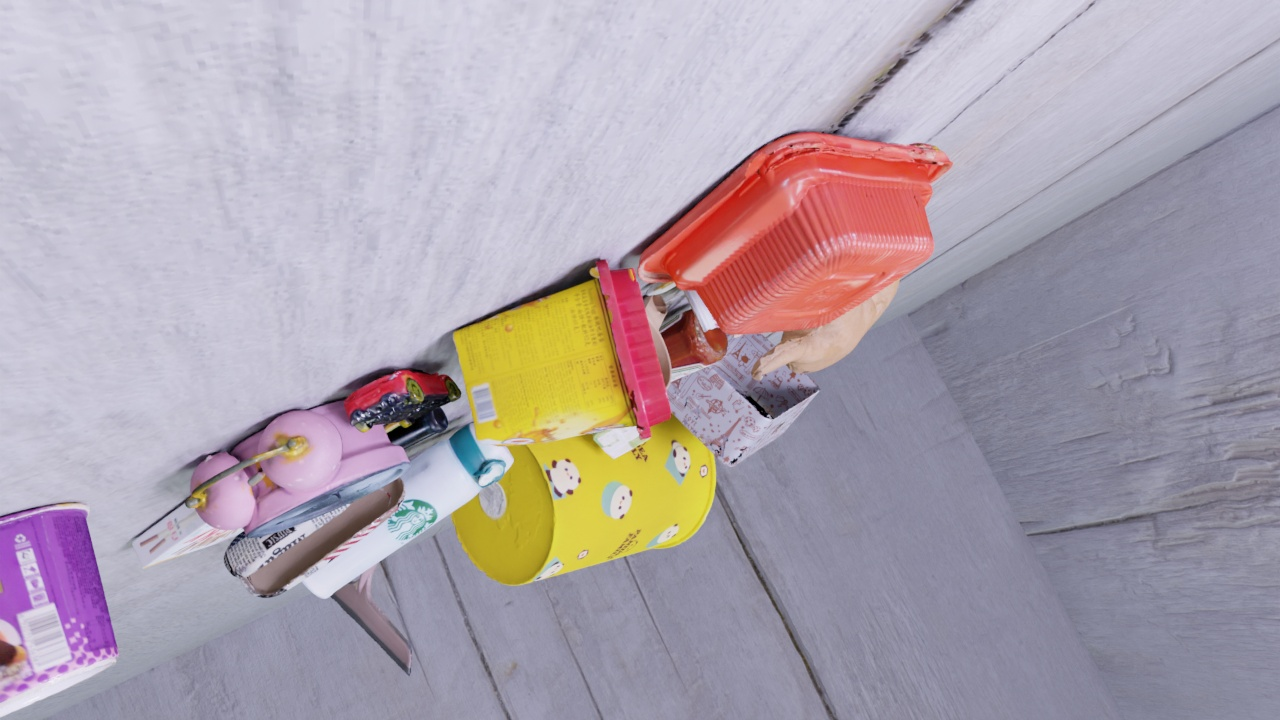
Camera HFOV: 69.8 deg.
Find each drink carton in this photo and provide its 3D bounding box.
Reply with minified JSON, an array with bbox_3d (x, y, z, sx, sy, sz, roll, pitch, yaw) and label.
[{"bbox_3d":[-0.019,0.046,1.015,0.054,0.045,0.122,-30,-152,23],"label":"drink carton"}]

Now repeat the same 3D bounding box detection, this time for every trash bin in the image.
[{"bbox_3d":[-0.075,0.146,1.104,0.230,0.229,0.254,-32,166,39],"label":"trash bin"}]

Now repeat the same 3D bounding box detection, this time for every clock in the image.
[{"bbox_3d":[-0.231,0.073,0.621,0.117,0.060,0.158,-27,175,15],"label":"clock"}]

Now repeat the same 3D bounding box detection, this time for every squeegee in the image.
[{"bbox_3d":[-0.235,0.156,0.952,0.248,0.040,0.249,16,-113,49],"label":"squeegee"}]

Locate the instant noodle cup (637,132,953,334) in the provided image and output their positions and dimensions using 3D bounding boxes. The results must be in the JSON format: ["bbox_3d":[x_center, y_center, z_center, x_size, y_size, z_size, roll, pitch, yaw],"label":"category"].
[{"bbox_3d":[0.110,-0.077,0.612,0.188,0.079,0.165,-5,157,-39],"label":"instant noodle cup"}]

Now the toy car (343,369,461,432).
[{"bbox_3d":[-0.161,0.025,0.631,0.049,0.031,0.106,-27,172,10],"label":"toy car"}]

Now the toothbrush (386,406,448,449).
[{"bbox_3d":[-0.261,0.092,0.788,0.213,0.026,0.027,-26,139,11],"label":"toothbrush"}]

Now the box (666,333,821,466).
[{"bbox_3d":[0.136,-0.017,1.026,0.193,0.156,0.182,-52,164,27],"label":"box"}]

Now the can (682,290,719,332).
[{"bbox_3d":[0.101,-0.074,0.757,0.133,0.053,0.053,-27,173,4],"label":"can"}]

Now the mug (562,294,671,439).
[{"bbox_3d":[-0.036,-0.001,0.754,0.104,0.084,0.124,-28,-161,28],"label":"mug"}]

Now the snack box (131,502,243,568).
[{"bbox_3d":[-0.325,0.116,0.729,0.157,0.027,0.084,-31,171,31],"label":"snack box"}]

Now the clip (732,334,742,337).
[{"bbox_3d":[0.106,-0.074,0.859,0.097,0.061,0.034,-43,166,33],"label":"clip"}]

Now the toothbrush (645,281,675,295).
[{"bbox_3d":[0.077,-0.095,0.692,0.192,0.018,0.016,-28,170,31],"label":"toothbrush"}]

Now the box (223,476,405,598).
[{"bbox_3d":[-0.294,0.134,0.817,0.163,0.075,0.081,-35,149,-17],"label":"box"}]

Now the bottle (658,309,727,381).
[{"bbox_3d":[-0.006,0.006,0.949,0.207,0.060,0.059,-24,176,35],"label":"bottle"}]

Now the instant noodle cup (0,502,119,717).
[{"bbox_3d":[-0.368,0.151,0.539,0.111,0.099,0.111,-25,174,-3],"label":"instant noodle cup"}]

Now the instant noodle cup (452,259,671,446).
[{"bbox_3d":[-0.051,0.006,0.613,0.123,0.116,0.116,-15,173,0],"label":"instant noodle cup"}]

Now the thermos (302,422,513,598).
[{"bbox_3d":[-0.227,0.141,0.890,0.224,0.073,0.073,-34,173,-4],"label":"thermos"}]

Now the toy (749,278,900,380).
[{"bbox_3d":[0.190,-0.043,0.931,0.225,0.082,0.143,-50,155,-22],"label":"toy"}]
